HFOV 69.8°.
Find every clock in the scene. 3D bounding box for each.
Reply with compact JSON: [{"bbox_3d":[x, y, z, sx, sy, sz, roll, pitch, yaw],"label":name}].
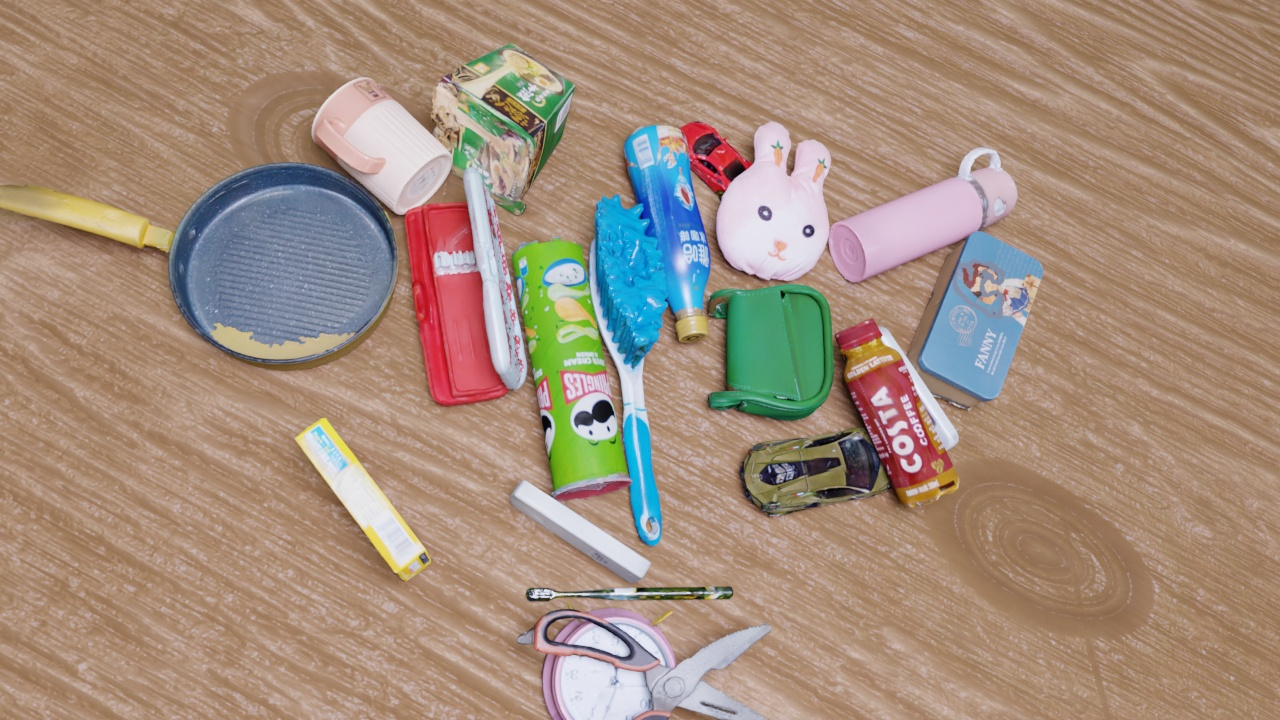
[{"bbox_3d":[-0.024,0.285,0.763,0.117,0.060,0.158,5,74,-7],"label":"clock"}]

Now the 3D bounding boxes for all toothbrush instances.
[{"bbox_3d":[-0.008,0.206,0.813,0.185,0.017,0.012,2,69,-9],"label":"toothbrush"}]

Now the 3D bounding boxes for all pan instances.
[{"bbox_3d":[-0.398,-0.105,0.818,0.357,0.078,0.197,9,71,-6],"label":"pan"}]

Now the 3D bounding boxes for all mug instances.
[{"bbox_3d":[-0.247,-0.199,0.858,0.106,0.114,0.082,42,109,3],"label":"mug"}]

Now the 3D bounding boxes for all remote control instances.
[{"bbox_3d":[0.251,0.034,0.891,0.020,0.056,0.136,-20,75,-44],"label":"remote control"},{"bbox_3d":[-0.054,0.150,0.803,0.135,0.056,0.019,33,69,3],"label":"remote control"}]

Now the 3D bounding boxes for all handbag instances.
[{"bbox_3d":[0.124,-0.008,0.883,0.120,0.068,0.131,3,73,0],"label":"handbag"}]

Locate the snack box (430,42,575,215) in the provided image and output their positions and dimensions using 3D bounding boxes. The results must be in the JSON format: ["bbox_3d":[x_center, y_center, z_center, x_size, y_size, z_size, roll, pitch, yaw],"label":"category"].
[{"bbox_3d":[-0.126,-0.234,0.892,0.117,0.118,0.105,35,60,3],"label":"snack box"}]

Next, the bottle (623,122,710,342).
[{"bbox_3d":[0.032,-0.125,0.901,0.065,0.065,0.218,-8,74,-12],"label":"bottle"}]

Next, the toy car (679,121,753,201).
[{"bbox_3d":[0.079,-0.207,0.954,0.049,0.031,0.106,-42,81,-20],"label":"toy car"}]

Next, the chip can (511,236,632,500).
[{"bbox_3d":[-0.066,0.006,0.840,0.072,0.072,0.235,-8,73,-12],"label":"chip can"}]

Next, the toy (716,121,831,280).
[{"bbox_3d":[0.138,-0.159,0.923,0.121,0.054,0.159,16,82,-19],"label":"toy"}]

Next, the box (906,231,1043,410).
[{"bbox_3d":[0.331,-0.035,0.923,0.090,0.062,0.184,25,69,0],"label":"box"}]

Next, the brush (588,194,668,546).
[{"bbox_3d":[-0.005,0.005,0.848,0.060,0.110,0.314,-3,65,-19],"label":"brush"}]

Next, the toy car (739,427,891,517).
[{"bbox_3d":[0.170,0.102,0.865,0.158,0.042,0.070,-9,74,-15],"label":"toy car"}]

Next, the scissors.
[{"bbox_3d":[0.007,0.261,0.736,0.222,0.015,0.189,-33,79,-17],"label":"scissors"}]

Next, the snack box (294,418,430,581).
[{"bbox_3d":[-0.230,0.119,0.768,0.033,0.087,0.140,-35,81,-18],"label":"snack box"}]

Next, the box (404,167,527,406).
[{"bbox_3d":[-0.159,-0.068,0.833,0.095,0.102,0.201,-8,73,-13],"label":"box"}]

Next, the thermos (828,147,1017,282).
[{"bbox_3d":[0.293,-0.153,0.944,0.198,0.087,0.067,-23,33,-14],"label":"thermos"}]

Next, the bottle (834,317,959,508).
[{"bbox_3d":[0.234,0.047,0.853,0.057,0.057,0.175,-23,87,-16],"label":"bottle"}]
